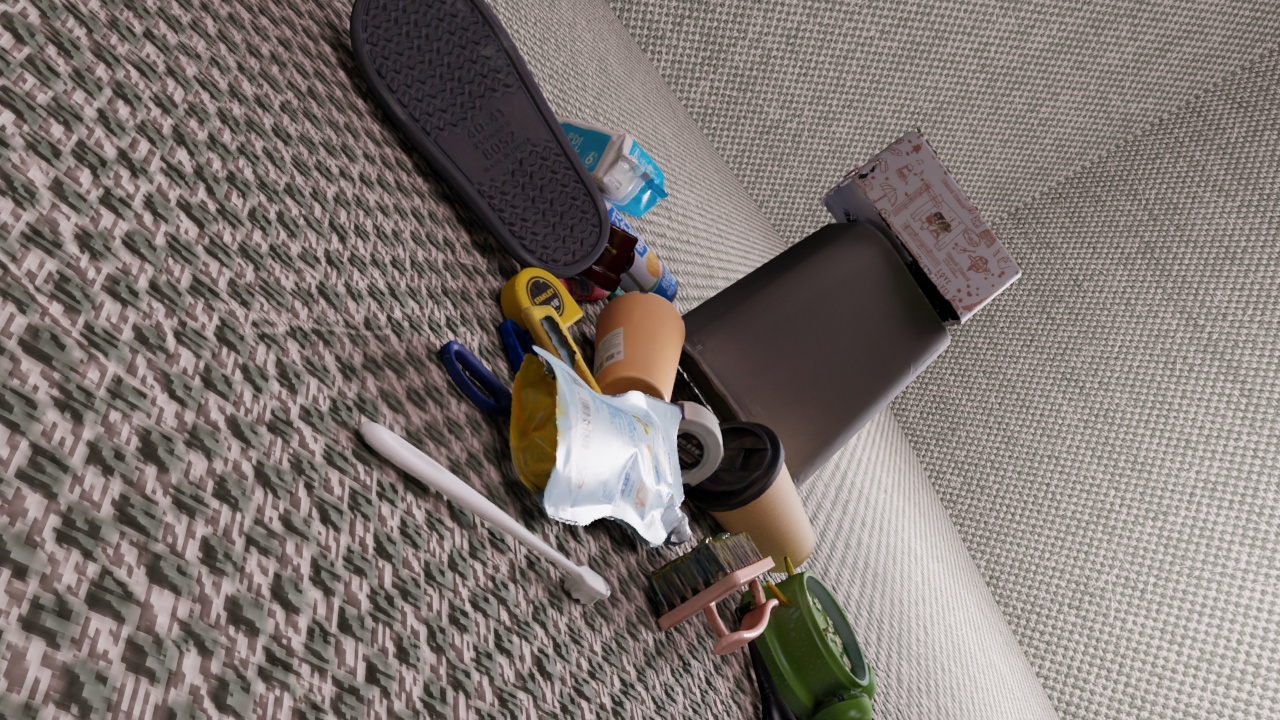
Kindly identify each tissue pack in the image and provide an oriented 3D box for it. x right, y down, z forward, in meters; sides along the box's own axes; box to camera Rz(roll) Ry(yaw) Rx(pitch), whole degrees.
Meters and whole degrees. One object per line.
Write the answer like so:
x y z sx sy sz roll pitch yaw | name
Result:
-0.045 -0.204 0.949 0.140 0.063 0.090 24 -5 35 | tissue pack

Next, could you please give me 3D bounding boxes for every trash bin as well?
0.163 -0.012 0.925 0.198 0.219 0.199 54 -3 -11 | trash bin

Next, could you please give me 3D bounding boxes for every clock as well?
-0.045 -0.102 0.812 0.082 0.055 0.122 28 8 2 | clock
0.146 0.245 0.752 0.161 0.056 0.116 60 17 8 | clock

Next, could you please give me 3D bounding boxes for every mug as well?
-0.004 0.004 0.746 0.078 0.078 0.122 51 21 -21 | mug

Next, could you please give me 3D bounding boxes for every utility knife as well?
-0.040 0.026 0.655 0.033 0.015 0.154 -40 105 -43 | utility knife

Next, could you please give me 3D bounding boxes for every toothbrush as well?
0.100 0.257 0.642 0.026 0.027 0.212 36 23 -33 | toothbrush
-0.078 0.084 0.479 0.180 0.016 0.016 44 18 -33 | toothbrush

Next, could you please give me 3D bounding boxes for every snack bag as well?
-0.016 0.062 0.605 0.191 0.039 0.110 31 42 -56 | snack bag

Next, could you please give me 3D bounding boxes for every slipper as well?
-0.128 -0.178 0.717 0.268 0.110 0.083 55 -14 -9 | slipper

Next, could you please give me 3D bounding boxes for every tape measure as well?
-0.077 -0.039 0.680 0.057 0.029 0.059 54 36 -6 | tape measure
0.034 0.068 0.742 0.066 0.066 0.033 51 16 -20 | tape measure

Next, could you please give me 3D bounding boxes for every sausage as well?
-0.056 -0.064 0.819 0.020 0.020 0.155 59 16 8 | sausage

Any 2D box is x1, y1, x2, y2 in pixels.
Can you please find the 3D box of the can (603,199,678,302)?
-0.019 -0.108 0.951 0.134 0.053 0.053 47 19 -32 | can

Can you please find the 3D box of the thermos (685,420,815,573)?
0.100 0.123 0.809 0.143 0.093 0.093 56 13 -35 | thermos

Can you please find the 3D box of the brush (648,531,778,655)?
0.062 0.163 0.651 0.073 0.063 0.145 57 13 17 | brush

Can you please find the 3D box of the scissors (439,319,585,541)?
-0.071 0.036 0.594 0.162 0.012 0.175 39 25 -50 | scissors

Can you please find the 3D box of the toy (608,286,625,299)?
-0.010 -0.044 0.904 0.096 0.030 0.091 50 11 3 | toy

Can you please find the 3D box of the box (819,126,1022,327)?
0.278 -0.130 0.961 0.178 0.106 0.271 53 10 -2 | box
